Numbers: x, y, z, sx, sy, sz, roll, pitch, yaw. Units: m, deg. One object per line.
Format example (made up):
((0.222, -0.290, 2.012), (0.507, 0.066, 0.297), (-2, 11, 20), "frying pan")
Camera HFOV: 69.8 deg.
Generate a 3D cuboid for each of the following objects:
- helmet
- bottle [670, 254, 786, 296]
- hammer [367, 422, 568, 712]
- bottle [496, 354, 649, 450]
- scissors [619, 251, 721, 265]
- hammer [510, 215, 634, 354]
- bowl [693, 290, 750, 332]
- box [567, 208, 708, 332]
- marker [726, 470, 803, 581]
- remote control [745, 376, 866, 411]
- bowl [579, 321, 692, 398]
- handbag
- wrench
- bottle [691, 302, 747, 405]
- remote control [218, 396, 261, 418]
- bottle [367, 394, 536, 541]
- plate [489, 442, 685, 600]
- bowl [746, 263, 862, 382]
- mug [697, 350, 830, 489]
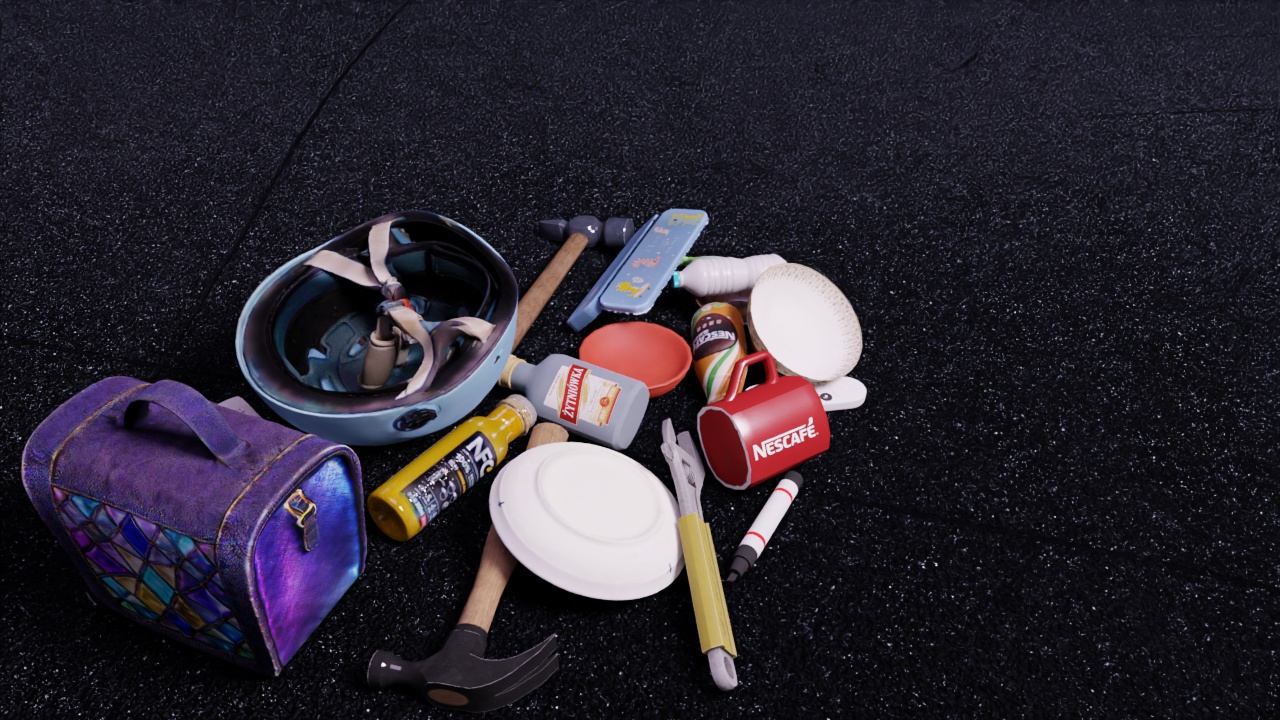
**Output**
((-0.248, -0.012, 0.899), (0.265, 0.167, 0.225), (-25, 59, -26), "helmet")
((0.104, -0.100, 1.083), (0.136, 0.044, 0.044), (-5, 38, -10), "bottle")
((-0.111, 0.160, 0.796), (0.132, 0.040, 0.304), (5, 37, 9), "hammer")
((-0.076, 0.033, 0.937), (0.161, 0.046, 0.072), (19, 79, 24), "bottle")
((0.051, -0.128, 1.187), (0.174, 0.033, 0.065), (13, 1, 20), "scissors")
((-0.118, -0.089, 1.119), (0.129, 0.040, 0.320), (5, 38, 19), "hammer")
((0.123, -0.065, 1.104), (0.119, 0.032, 0.119), (2, 37, -1), "bowl")
((-0.004, -0.116, 1.100), (0.127, 0.039, 0.208), (-14, 31, 40), "box")
((0.112, 0.150, 0.831), (0.019, 0.019, 0.145), (21, 41, 22), "marker")
((0.177, 0.039, 0.987), (0.136, 0.013, 0.043), (-5, 38, -10), "remote control")
((-0.006, 0.006, 1.001), (0.122, 0.035, 0.121), (2, 37, -1), "bowl")
((-0.328, 0.109, 0.693), (0.205, 0.222, 0.125), (15, 39, 17), "handbag")
((0.050, 0.157, 0.794), (0.018, 0.083, 0.272), (-26, 43, 15), "wrench")
((0.087, 0.011, 0.983), (0.059, 0.059, 0.166), (1, 46, -2), "bottle")
((-0.367, 0.089, 0.861), (0.138, 0.025, 0.060), (38, 54, 24), "remote control")
((-0.169, 0.094, 0.862), (0.053, 0.053, 0.185), (24, 42, 25), "bottle")
((-0.039, 0.127, 0.799), (0.182, 0.034, 0.182), (16, 32, -10), "plate")
((0.167, -0.030, 1.011), (0.145, 0.063, 0.145), (13, 59, -22), "bowl")
((0.113, 0.053, 0.880), (0.096, 0.116, 0.081), (-20, 7, -27), "mug")
